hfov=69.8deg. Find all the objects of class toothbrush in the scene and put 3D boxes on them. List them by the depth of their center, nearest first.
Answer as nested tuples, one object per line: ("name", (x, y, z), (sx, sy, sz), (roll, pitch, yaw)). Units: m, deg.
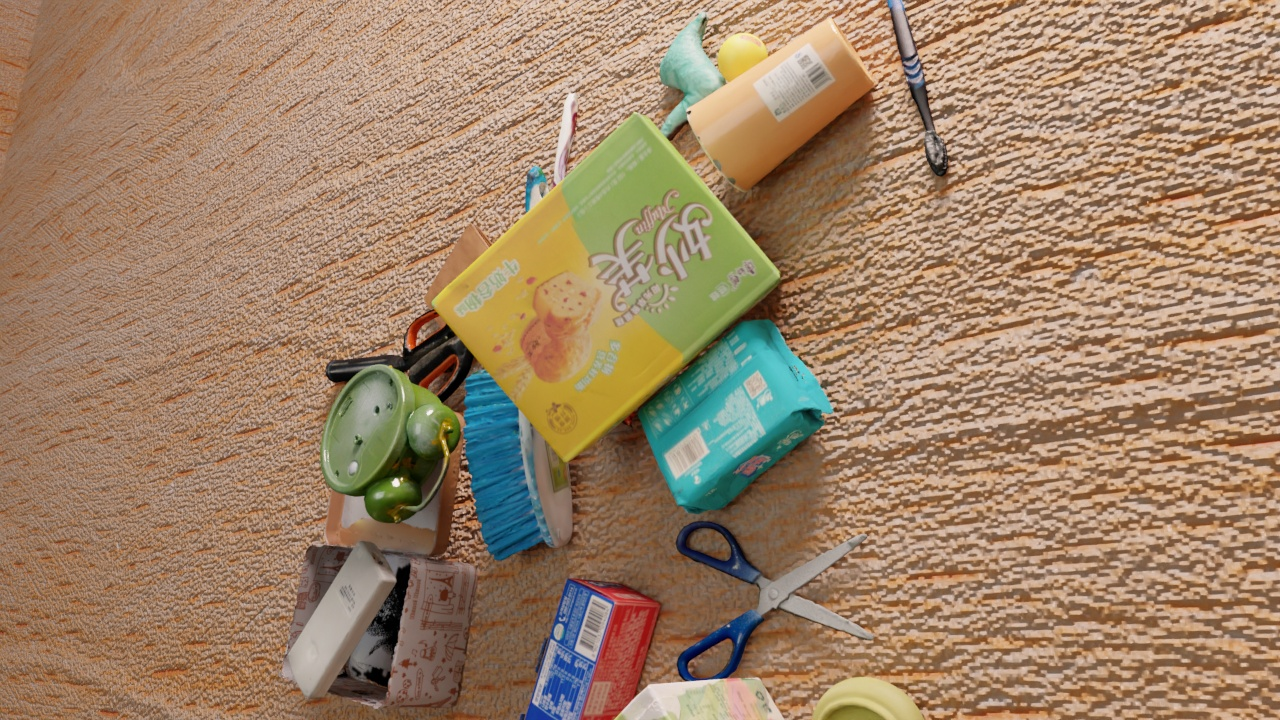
("toothbrush", (0.192, -0.212, 0.650), (0.014, 0.016, 0.189), (-19, 64, 27))
("toothbrush", (-0.074, -0.166, 0.867), (0.017, 0.016, 0.187), (1, 78, 33))
("toothbrush", (-0.265, 0.007, 0.972), (0.213, 0.026, 0.027), (-4, 66, 40))

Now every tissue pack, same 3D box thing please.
("tissue pack", (0.065, 0.040, 0.658), (0.134, 0.050, 0.093), (-43, 51, 23))

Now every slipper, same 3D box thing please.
("slipper", (0.119, 0.279, 0.520), (0.092, 0.081, 0.190), (-12, 66, 41))

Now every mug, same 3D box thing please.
("mug", (0.105, -0.192, 0.681), (0.123, 0.078, 0.078), (-33, 57, 24))

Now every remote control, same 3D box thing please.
("remote control", (-0.260, 0.225, 0.796), (0.056, 0.019, 0.135), (40, 101, 41))

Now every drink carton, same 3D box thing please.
("drink carton", (0.037, 0.233, 0.575), (0.054, 0.122, 0.045), (-49, 52, 17))

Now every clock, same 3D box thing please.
("clock", (-0.215, 0.073, 0.797), (0.161, 0.056, 0.116), (34, 95, 45))

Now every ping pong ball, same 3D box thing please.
("ping pong ball", (0.082, -0.241, 0.736), (0.040, 0.040, 0.040), (-14, 68, 37))

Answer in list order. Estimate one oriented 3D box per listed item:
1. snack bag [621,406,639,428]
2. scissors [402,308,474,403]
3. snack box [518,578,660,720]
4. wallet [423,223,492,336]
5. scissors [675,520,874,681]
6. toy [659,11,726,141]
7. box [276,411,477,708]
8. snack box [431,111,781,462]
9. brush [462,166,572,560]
("snack bag", (-0.004, 0.004, 0.745), (0.045, 0.026, 0.105), (23, 91, 52))
("scissors", (-0.155, -0.054, 0.868), (0.148, 0.021, 0.235), (48, 111, 34))
("snack box", (-0.049, 0.270, 0.681), (0.057, 0.058, 0.207), (13, 86, 42))
("wallet", (-0.172, -0.070, 0.920), (0.101, 0.020, 0.115), (-53, 47, 16))
("scissors", (0.079, 0.163, 0.631), (0.175, 0.012, 0.162), (-56, 46, 10))
("toy", (0.041, -0.237, 0.780), (0.097, 0.030, 0.092), (-49, 49, 26))
("box", (-0.236, 0.176, 0.855), (0.177, 0.082, 0.259), (-4, 74, 40))
("snack box", (-0.024, -0.051, 0.676), (0.210, 0.070, 0.157), (-41, 86, 9))
("brush", (-0.099, 0.007, 0.757), (0.110, 0.060, 0.314), (-8, 92, 31))
